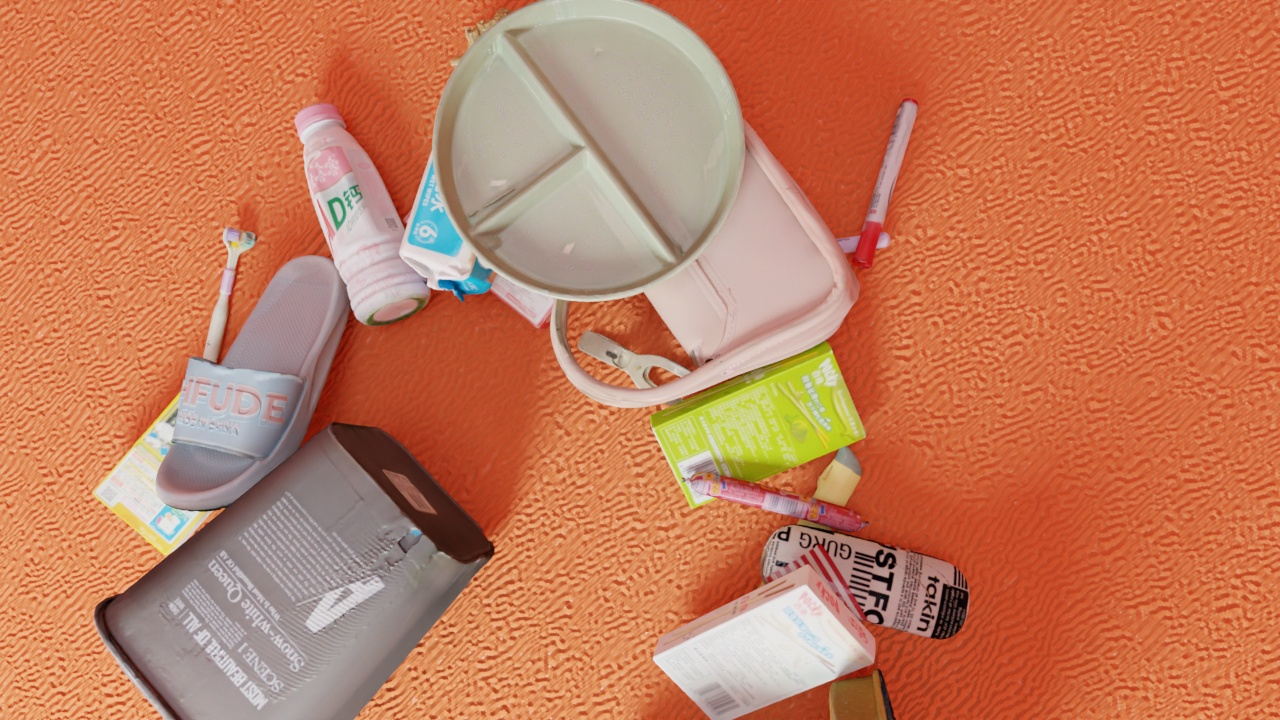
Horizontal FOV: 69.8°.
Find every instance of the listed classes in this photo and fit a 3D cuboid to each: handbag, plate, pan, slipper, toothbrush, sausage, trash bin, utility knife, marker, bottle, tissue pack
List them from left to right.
[{"bbox_3d":[-0.387,-0.028,0.839,0.020,0.029,0.189,16,93,51],"label":"toothbrush"},{"bbox_3d":[-0.322,0.011,0.767,0.104,0.074,0.245,12,67,20],"label":"slipper"},{"bbox_3d":[-0.255,0.181,0.733,0.220,0.198,0.199,-45,83,-1],"label":"trash bin"},{"bbox_3d":[-0.247,-0.130,0.799,0.068,0.068,0.197,-25,81,7],"label":"bottle"},{"bbox_3d":[-0.137,-0.120,0.740,0.063,0.090,0.140,18,89,7],"label":"tissue pack"},{"bbox_3d":[-0.038,-0.156,0.678,0.230,0.027,0.230,0,87,1],"label":"plate"},{"bbox_3d":[0.031,-0.059,0.723,0.234,0.093,0.193,-35,72,4],"label":"handbag"},{"bbox_3d":[0.112,-0.090,0.766,0.189,0.029,0.021,-7,129,7],"label":"toothbrush"},{"bbox_3d":[0.109,0.112,0.737,0.156,0.020,0.020,15,90,-1],"label":"sausage"},{"bbox_3d":[0.132,0.151,0.757,0.031,0.019,0.176,31,92,11],"label":"utility knife"},{"bbox_3d":[0.200,-0.145,0.746,0.017,0.017,0.145,17,83,9],"label":"marker"},{"bbox_3d":[0.217,0.394,0.674,0.078,0.197,0.357,-14,107,13],"label":"pan"}]

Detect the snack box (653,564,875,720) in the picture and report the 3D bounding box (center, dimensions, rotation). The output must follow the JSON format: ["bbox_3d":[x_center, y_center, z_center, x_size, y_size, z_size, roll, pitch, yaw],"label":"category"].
[{"bbox_3d":[0.094,0.225,0.715,0.157,0.026,0.084,-35,103,29],"label":"snack box"}]

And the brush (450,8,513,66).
[{"bbox_3d":[-0.039,-0.231,0.782,0.255,0.046,0.083,19,90,4],"label":"brush"}]

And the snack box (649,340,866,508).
[{"bbox_3d":[0.095,0.053,0.745,0.156,0.026,0.086,-24,112,7],"label":"snack box"}]

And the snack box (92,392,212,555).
[{"bbox_3d":[-0.409,0.095,0.824,0.087,0.033,0.140,42,97,-5],"label":"snack box"}]

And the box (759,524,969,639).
[{"bbox_3d":[0.177,0.173,0.737,0.163,0.076,0.075,12,79,3],"label":"box"}]

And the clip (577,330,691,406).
[{"bbox_3d":[-0.001,0.005,0.780,0.103,0.076,0.034,26,93,18],"label":"clip"}]

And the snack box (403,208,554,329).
[{"bbox_3d":[-0.123,-0.104,0.797,0.156,0.027,0.077,38,94,8],"label":"snack box"}]
